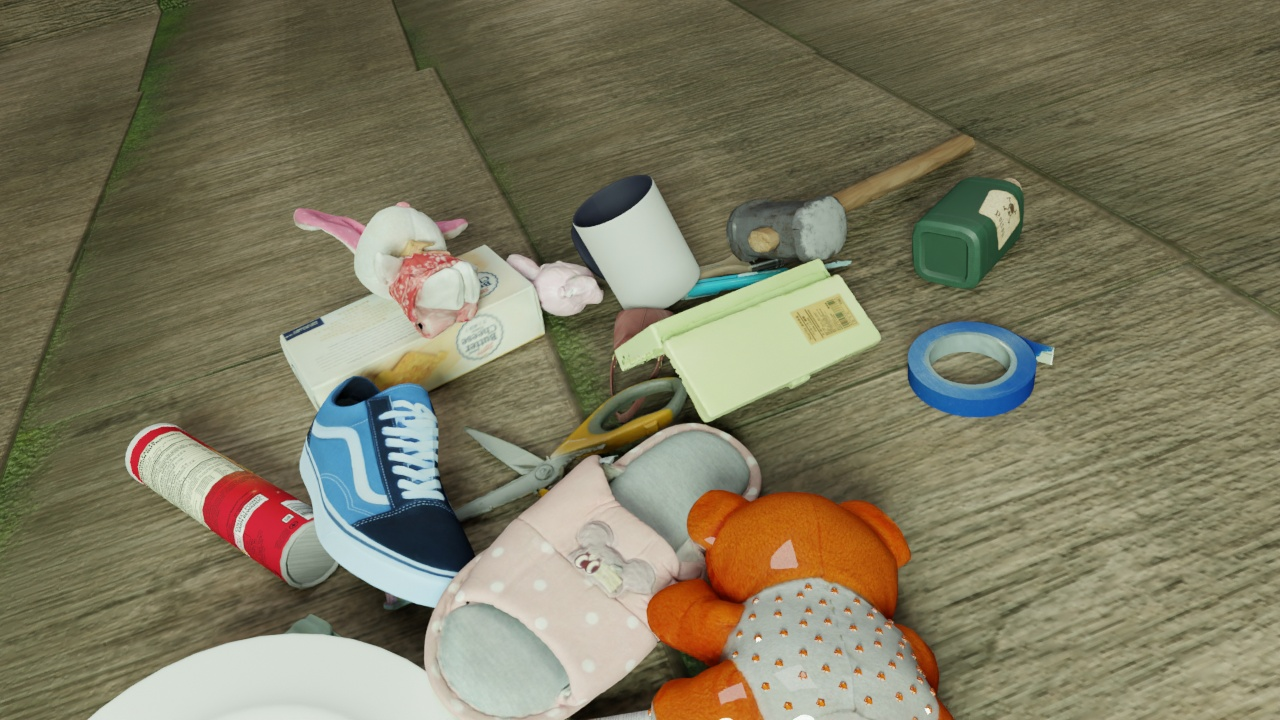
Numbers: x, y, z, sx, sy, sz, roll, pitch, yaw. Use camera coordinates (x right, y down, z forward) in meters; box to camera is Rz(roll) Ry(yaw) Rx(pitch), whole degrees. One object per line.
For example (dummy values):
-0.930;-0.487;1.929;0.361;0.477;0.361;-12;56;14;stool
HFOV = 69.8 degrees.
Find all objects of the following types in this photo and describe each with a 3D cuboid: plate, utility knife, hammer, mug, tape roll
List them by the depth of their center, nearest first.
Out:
-0.173;0.239;0.412;0.242;0.016;0.242;5;53;-7;plate
0.246;0.005;0.685;0.091;0.016;0.092;25;50;39;tape roll
-0.015;-0.102;0.823;0.112;0.097;0.078;2;44;44;mug
0.112;-0.076;0.833;0.162;0.015;0.022;-10;28;-2;utility knife
0.221;-0.164;0.871;0.327;0.052;0.098;-27;22;-33;hammer

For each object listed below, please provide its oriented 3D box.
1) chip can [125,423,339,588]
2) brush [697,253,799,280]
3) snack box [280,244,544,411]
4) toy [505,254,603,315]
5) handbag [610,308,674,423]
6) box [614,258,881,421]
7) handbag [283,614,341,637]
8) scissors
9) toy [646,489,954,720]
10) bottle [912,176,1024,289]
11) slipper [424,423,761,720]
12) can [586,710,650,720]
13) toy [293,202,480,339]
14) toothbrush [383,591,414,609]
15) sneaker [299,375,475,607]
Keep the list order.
-0.304;0.103;0.680;0.215;0.052;0.051;18;46;34;chip can
0.100;-0.092;0.857;0.151;0.012;0.039;-17;36;-7;brush
-0.199;-0.022;0.811;0.207;0.057;0.104;-28;40;-20;snack box
-0.078;-0.070;0.847;0.063;0.047;0.110;2;22;-38;toy
-0.005;0.004;0.752;0.055;0.029;0.119;1;43;14;handbag
0.085;-0.027;0.712;0.187;0.066;0.127;-21;38;-31;box
-0.199;0.209;0.498;0.106;0.067;0.121;20;47;37;handbag
-0.044;0.079;0.659;0.229;0.016;0.225;-38;46;-25;scissors
0.085;0.141;0.483;0.164;0.093;0.172;8;36;-5;toy
0.295;-0.122;0.801;0.061;0.061;0.131;20;47;38;bottle
-0.015;0.110;0.547;0.114;0.055;0.273;35;44;18;slipper
0.002;0.201;0.481;0.095;0.032;0.032;-10;37;2;can
-0.194;-0.085;0.775;0.158;0.084;0.194;-1;26;-35;toy
-0.092;0.151;0.586;0.155;0.016;0.022;-2;46;13;toothbrush
-0.168;0.071;0.616;0.083;0.098;0.241;17;9;-38;sneaker
